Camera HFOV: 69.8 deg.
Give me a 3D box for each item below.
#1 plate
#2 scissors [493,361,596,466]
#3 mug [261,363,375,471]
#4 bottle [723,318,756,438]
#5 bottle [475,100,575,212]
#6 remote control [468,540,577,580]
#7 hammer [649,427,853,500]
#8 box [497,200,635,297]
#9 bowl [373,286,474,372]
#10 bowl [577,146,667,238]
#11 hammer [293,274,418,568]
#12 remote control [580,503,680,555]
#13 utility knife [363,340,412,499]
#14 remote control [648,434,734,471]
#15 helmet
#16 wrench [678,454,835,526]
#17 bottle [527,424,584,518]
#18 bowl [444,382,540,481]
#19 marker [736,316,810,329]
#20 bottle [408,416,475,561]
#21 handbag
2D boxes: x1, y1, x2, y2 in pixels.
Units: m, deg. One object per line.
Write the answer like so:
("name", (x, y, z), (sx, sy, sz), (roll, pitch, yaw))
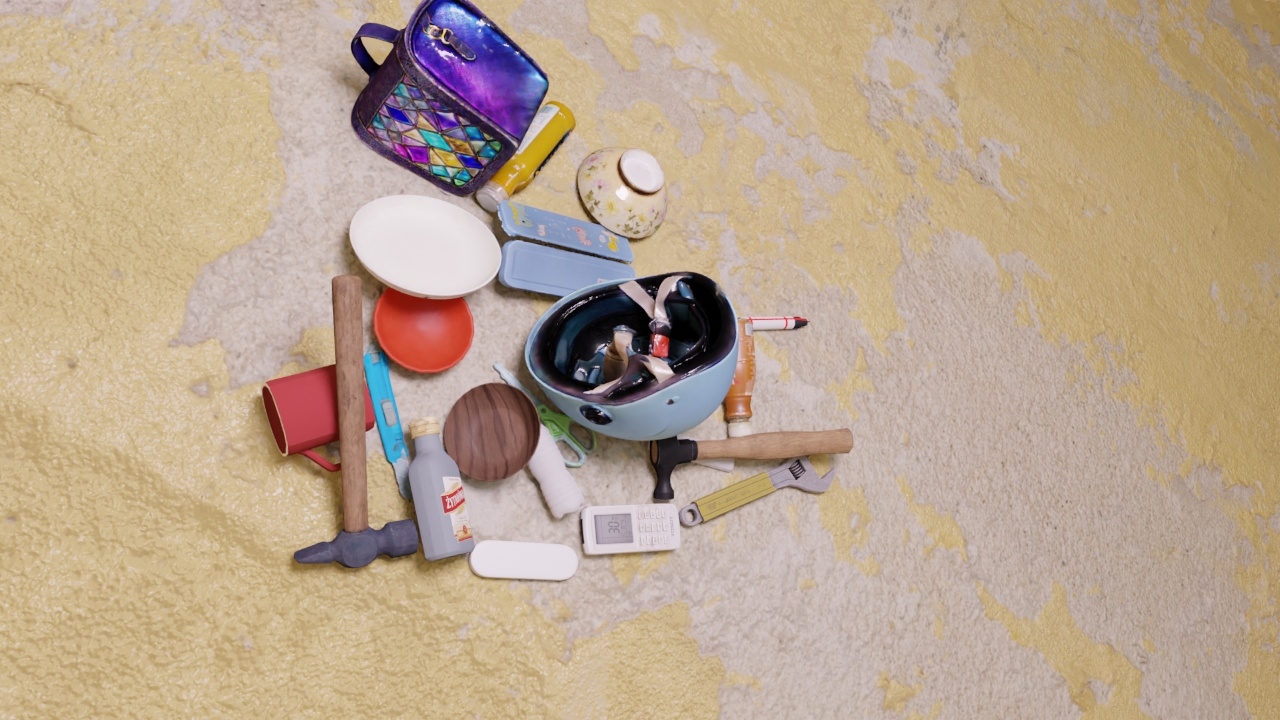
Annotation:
("plate", (-0.263, -0.133, 1.122), (0.182, 0.034, 0.182), (14, 42, -14))
("scissors", (-0.126, 0.064, 1.174), (0.174, 0.033, 0.064), (47, 63, -11))
("mug", (-0.352, 0.067, 1.015), (0.096, 0.081, 0.116), (-17, 90, -31))
("bottle", (0.135, 0.025, 1.295), (0.059, 0.059, 0.167), (-1, 83, -28))
("bottle", (-0.155, -0.274, 1.240), (0.053, 0.053, 0.185), (39, 61, -12))
("remote control", (-0.140, 0.242, 1.107), (0.136, 0.013, 0.043), (9, 70, -25))
("hammer", (0.159, 0.113, 1.258), (0.305, 0.040, 0.132), (-1, 94, -23))
("box", (-0.094, -0.141, 1.219), (0.209, 0.039, 0.126), (9, 71, -38))
("bowl", (-0.266, -0.040, 1.118), (0.122, 0.035, 0.121), (9, 70, -25))
("bowl", (-0.012, -0.251, 1.292), (0.145, 0.063, 0.145), (13, 60, -25))
("hammer", (-0.309, 0.069, 0.979), (0.129, 0.040, 0.322), (-6, 105, -30))
("remote control", (-0.012, 0.216, 1.175), (0.138, 0.026, 0.060), (3, 73, -27))
("utility knife", (-0.294, 0.070, 1.081), (0.031, 0.015, 0.198), (-13, 82, -27))
("remote control", (0.071, 0.121, 1.256), (0.130, 0.012, 0.033), (18, 67, -22))
("helmet", (-0.007, 0.007, 1.144), (0.266, 0.167, 0.224), (3, 45, 16))
("wrench", (0.166, 0.180, 1.284), (0.272, 0.018, 0.083), (-18, 83, -31))
("bottle", (-0.117, 0.127, 1.138), (0.044, 0.044, 0.136), (-26, 87, -31))
("bowl", (-0.175, 0.088, 1.108), (0.119, 0.032, 0.119), (-2, 76, 9))
("marker", (0.197, -0.056, 1.374), (0.145, 0.019, 0.019), (-2, 75, -28))
("bottle", (-0.235, 0.146, 1.056), (0.046, 0.072, 0.161), (-17, 80, 13))
("handbag", (-0.251, -0.329, 1.126), (0.222, 0.205, 0.125), (33, 61, -23))
